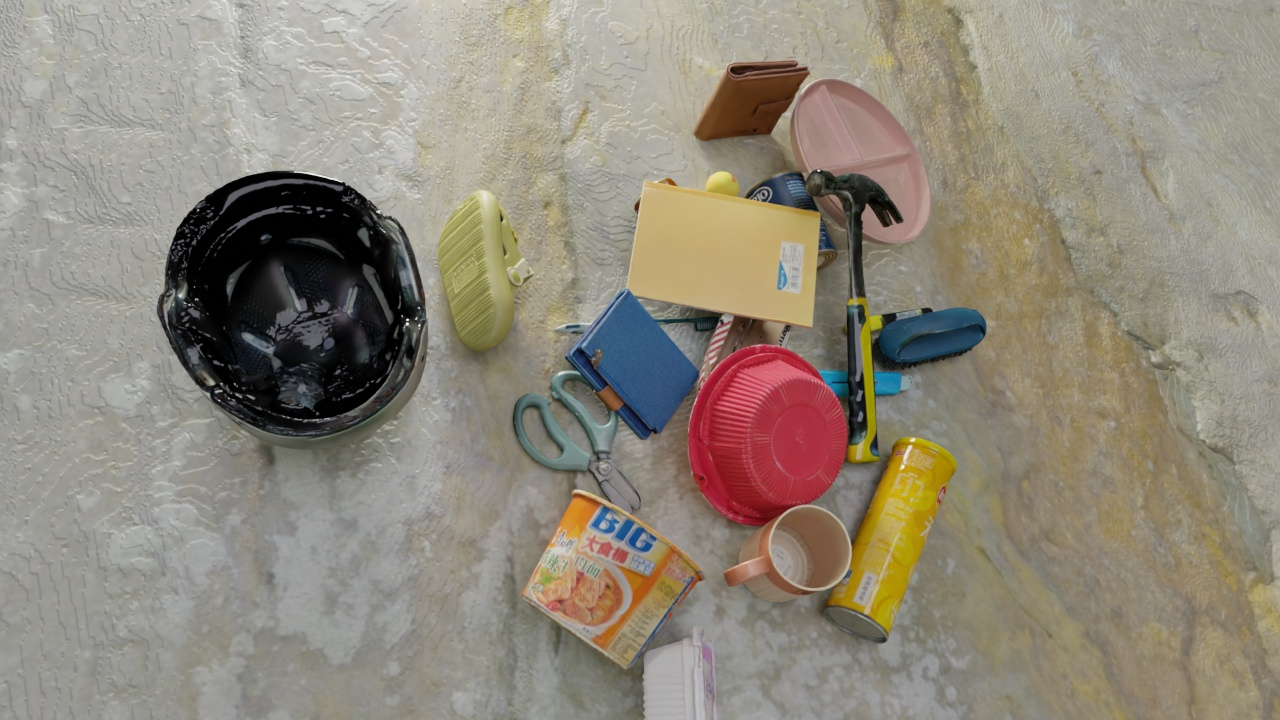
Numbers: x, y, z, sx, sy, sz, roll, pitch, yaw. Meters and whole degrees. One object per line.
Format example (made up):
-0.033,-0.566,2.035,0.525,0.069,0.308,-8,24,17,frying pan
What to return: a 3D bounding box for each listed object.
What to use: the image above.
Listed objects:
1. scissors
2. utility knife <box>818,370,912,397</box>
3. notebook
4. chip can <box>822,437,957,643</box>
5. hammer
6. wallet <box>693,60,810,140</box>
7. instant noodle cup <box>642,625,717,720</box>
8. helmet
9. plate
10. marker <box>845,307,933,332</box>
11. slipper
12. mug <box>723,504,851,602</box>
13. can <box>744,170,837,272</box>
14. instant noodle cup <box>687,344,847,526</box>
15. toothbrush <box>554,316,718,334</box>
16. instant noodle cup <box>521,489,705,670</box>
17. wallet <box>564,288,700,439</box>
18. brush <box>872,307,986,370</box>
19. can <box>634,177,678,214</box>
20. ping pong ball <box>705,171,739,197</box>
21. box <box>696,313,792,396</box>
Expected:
-0.042,0.080,0.971,0.185,0.019,0.129,36,64,1,scissors
0.243,0.026,1.058,0.159,0.018,0.034,0,68,-15,utility knife
0.094,-0.118,1.014,0.206,0.010,0.145,9,70,-3,notebook
0.266,0.186,0.969,0.072,0.072,0.212,31,65,0,chip can
0.246,-0.048,1.027,0.126,0.032,0.323,0,87,-32,hammer
0.132,-0.311,1.103,0.107,0.132,0.031,-8,75,-17,wallet
0.038,0.336,0.833,0.060,0.138,0.173,-6,68,7,instant noodle cup
-0.314,-0.031,0.875,0.229,0.157,0.274,-25,66,-19,helmet
0.270,-0.242,1.129,0.229,0.028,0.229,16,60,-30,plate
0.300,-0.048,1.103,0.124,0.015,0.018,-11,72,-20,marker
-0.161,-0.090,0.984,0.081,0.092,0.190,23,46,-48,slipper
0.137,0.201,0.914,0.114,0.106,0.081,-16,73,-18,mug
0.178,-0.157,1.083,0.075,0.075,0.111,-15,73,-18,can
0.145,0.079,0.943,0.193,0.066,0.194,-1,91,-30,instant noodle cup
-0.002,-0.037,1.027,0.191,0.016,0.018,-4,80,-15,toothbrush
-0.031,0.208,0.857,0.151,0.151,0.111,34,73,2,instant noodle cup
-0.006,0.006,0.975,0.133,0.040,0.106,48,63,-20,wallet
0.344,-0.032,1.074,0.143,0.074,0.055,-12,67,-17,brush
0.057,-0.140,1.058,0.057,0.058,0.147,-34,79,-23,can
0.098,-0.206,1.103,0.040,0.040,0.040,5,68,-11,ping pong ball
0.122,-0.006,1.013,0.087,0.076,0.162,15,62,16,box
